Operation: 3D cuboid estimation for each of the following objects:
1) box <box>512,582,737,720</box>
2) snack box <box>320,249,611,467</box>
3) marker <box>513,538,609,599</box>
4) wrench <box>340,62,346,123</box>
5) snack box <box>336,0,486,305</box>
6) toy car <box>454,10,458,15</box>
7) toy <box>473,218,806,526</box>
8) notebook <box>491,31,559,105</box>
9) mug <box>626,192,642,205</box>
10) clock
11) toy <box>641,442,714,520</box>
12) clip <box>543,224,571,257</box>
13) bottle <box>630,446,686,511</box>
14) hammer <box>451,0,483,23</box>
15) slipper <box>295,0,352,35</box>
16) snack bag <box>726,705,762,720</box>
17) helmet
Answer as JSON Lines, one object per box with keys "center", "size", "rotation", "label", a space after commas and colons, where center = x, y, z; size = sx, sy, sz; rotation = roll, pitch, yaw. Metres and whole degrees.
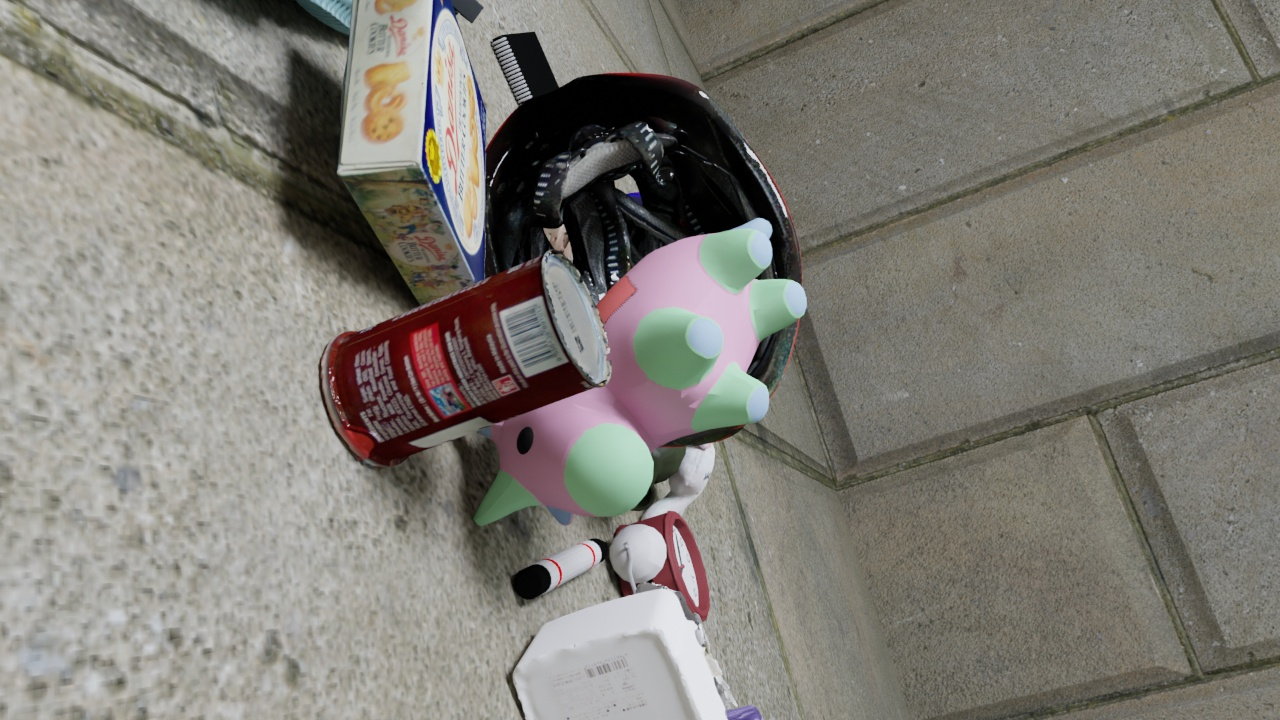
{"center": [0.001, 0.184, 0.550], "size": [0.130, 0.103, 0.110], "rotation": [-60, 128, -74], "label": "box"}
{"center": [-0.082, 0.000, 0.444], "size": [0.072, 0.121, 0.072], "rotation": [-20, 90, -76], "label": "snack box"}
{"center": [-0.046, 0.134, 0.606], "size": [0.145, 0.019, 0.019], "rotation": [9, 63, -74], "label": "marker"}
{"center": [-0.152, -0.204, 0.603], "size": [0.272, 0.018, 0.084], "rotation": [-89, -179, -48], "label": "wrench"}
{"center": [-0.120, -0.124, 0.512], "size": [0.145, 0.042, 0.144], "rotation": [83, 3, -67], "label": "snack box"}
{"center": [-0.167, -0.310, 0.729], "size": [0.107, 0.027, 0.060], "rotation": [-39, 108, -75], "label": "toy car"}
{"center": [-0.003, 0.003, 0.538], "size": [0.120, 0.172, 0.221], "rotation": [49, 51, -27], "label": "toy"}
{"center": [-0.087, -0.239, 0.959], "size": [0.148, 0.016, 0.207], "rotation": [-73, 141, -68], "label": "notebook"}
{"center": [-0.011, -0.115, 0.935], "size": [0.083, 0.079, 0.111], "rotation": [-66, 176, -77], "label": "mug"}
{"center": [0.016, 0.171, 0.726], "size": [0.137, 0.048, 0.096], "rotation": [-3, 74, -76], "label": "clock"}
{"center": [0.043, 0.099, 0.818], "size": [0.037, 0.125, 0.076], "rotation": [29, 4, 8], "label": "toy"}
{"center": [-0.074, -0.098, 0.804], "size": [0.062, 0.025, 0.047], "rotation": [-55, 125, -70], "label": "clip"}
{"center": [0.005, 0.058, 0.792], "size": [0.206, 0.071, 0.071], "rotation": [-78, 145, -64], "label": "bottle"}
{"center": [-0.093, -0.216, 0.478], "size": [0.095, 0.015, 0.325], "rotation": [36, 2, -28], "label": "hammer"}
{"center": [-0.193, -0.240, 0.469], "size": [0.116, 0.069, 0.275], "rotation": [67, 14, 1], "label": "slipper"}
{"center": [0.038, 0.308, 0.548], "size": [0.058, 0.096, 0.205], "rotation": [87, -2, -47], "label": "snack bag"}
{"center": [-0.003, -0.067, 0.658], "size": [0.272, 0.217, 0.167], "rotation": [64, -8, -1], "label": "helmet"}
